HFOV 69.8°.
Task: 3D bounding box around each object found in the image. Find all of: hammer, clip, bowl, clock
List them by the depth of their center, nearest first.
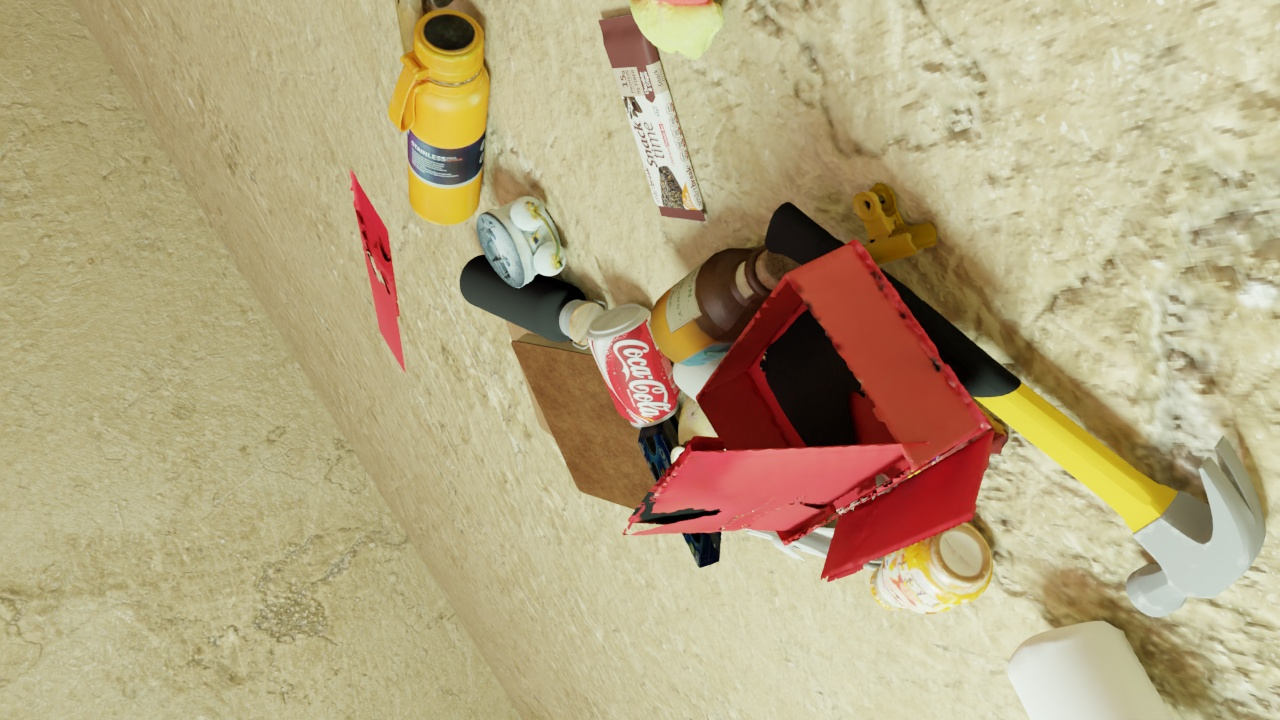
[{"bbox_3d":[0.200,0.012,0.531,0.323,0.029,0.127,42,154,18],"label":"hammer"},{"bbox_3d":[0.144,-0.080,0.551,0.049,0.044,0.054,36,161,-19],"label":"clip"},{"bbox_3d":[0.074,0.091,0.826,0.145,0.063,0.145,40,150,28],"label":"bowl"},{"bbox_3d":[-0.115,-0.119,0.910,0.118,0.057,0.083,6,125,57],"label":"clock"},{"bbox_3d":[-0.228,-0.279,0.949,0.132,0.033,0.331,43,152,21],"label":"hammer"}]

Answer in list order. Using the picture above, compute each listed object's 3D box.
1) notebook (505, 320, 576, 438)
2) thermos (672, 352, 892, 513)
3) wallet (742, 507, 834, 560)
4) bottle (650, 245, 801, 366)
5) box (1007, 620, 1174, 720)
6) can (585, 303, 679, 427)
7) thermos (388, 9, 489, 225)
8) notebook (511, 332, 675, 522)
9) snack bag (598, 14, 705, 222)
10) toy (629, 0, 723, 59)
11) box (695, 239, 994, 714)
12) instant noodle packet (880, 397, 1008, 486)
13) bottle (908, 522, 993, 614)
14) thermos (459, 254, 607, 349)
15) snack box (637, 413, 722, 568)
[{"bbox_3d":[-0.090,0.034,1.084,0.169,0.022,0.211,31,145,42],"label":"notebook"},{"bbox_3d":[0.115,0.055,0.727,0.224,0.052,0.052,38,149,32],"label":"thermos"},{"bbox_3d":[0.148,0.153,0.769,0.086,0.032,0.116,20,172,-30],"label":"wallet"},{"bbox_3d":[0.066,-0.045,0.678,0.068,0.067,0.157,56,154,-1],"label":"bottle"},{"bbox_3d":[0.322,0.229,0.571,0.083,0.143,0.137,98,162,-50],"label":"box"},{"bbox_3d":[-0.005,0.005,0.859,0.064,0.064,0.105,13,132,54],"label":"can"},{"bbox_3d":[-0.190,-0.221,0.881,0.076,0.091,0.233,25,150,0],"label":"thermos"},{"bbox_3d":[-0.041,0.074,1.003,0.168,0.024,0.226,10,133,41],"label":"notebook"},{"bbox_3d":[0.009,-0.177,0.684,0.057,0.013,0.158,21,138,52],"label":"snack bag"},{"bbox_3d":[0.013,-0.248,0.556,0.092,0.045,0.135,29,150,39],"label":"toy"},{"bbox_3d":[0.134,0.202,0.519,0.216,0.141,0.510,119,140,-65],"label":"box"},{"bbox_3d":[0.171,0.032,0.624,0.135,0.039,0.099,48,146,17],"label":"instant noodle packet"},{"bbox_3d":[0.208,0.155,0.673,0.063,0.063,0.109,49,154,13],"label":"bottle"},{"bbox_3d":[-0.109,-0.061,0.962,0.231,0.061,0.061,23,139,48],"label":"thermos"},{"bbox_3d":[0.041,0.119,0.904,0.082,0.027,0.150,-74,-38,-68],"label":"snack box"}]
